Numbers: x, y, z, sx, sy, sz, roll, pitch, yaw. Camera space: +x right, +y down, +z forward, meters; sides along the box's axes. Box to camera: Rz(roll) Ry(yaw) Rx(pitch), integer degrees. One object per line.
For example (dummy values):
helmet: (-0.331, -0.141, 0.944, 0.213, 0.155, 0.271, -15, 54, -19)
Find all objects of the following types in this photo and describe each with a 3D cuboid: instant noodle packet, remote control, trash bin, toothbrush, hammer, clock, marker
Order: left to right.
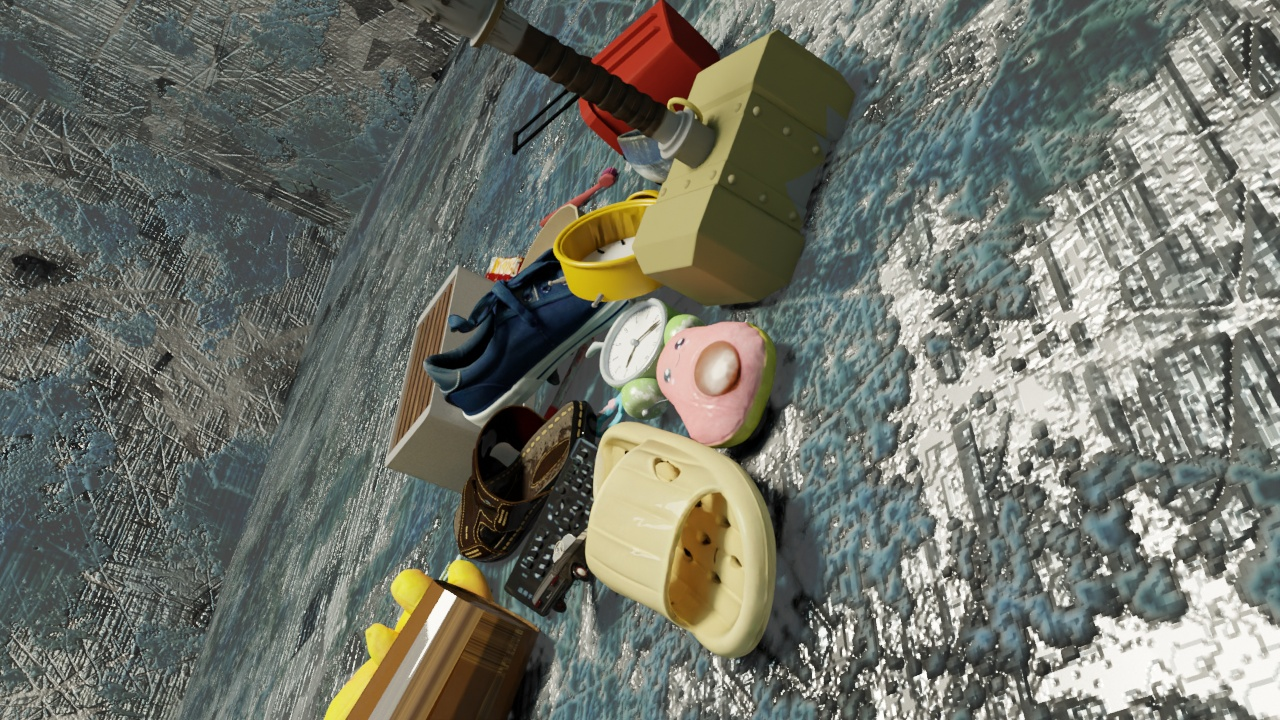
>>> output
trash bin: (-0.196, 0.023, 1.047, 0.115, 0.114, 0.228, -45, 32, 37)
instant noodle packet: (-0.183, -0.091, 1.219, 0.136, 0.039, 0.098, 11, 77, 63)
marker: (-0.082, 0.036, 0.934, 0.142, 0.012, 0.013, -63, 25, 4)
remote control: (-0.063, 0.140, 0.773, 0.150, 0.047, 0.022, -63, -19, 8)
toothbrush: (-0.079, -0.199, 1.139, 0.190, 0.016, 0.016, -20, 46, 57)
hammer: (-0.023, -0.188, 0.647, 0.101, 0.324, 0.190, 0, 68, 63)
clock: (-0.003, -0.101, 0.783, 0.151, 0.052, 0.113, -32, 36, -23)
clock: (0.010, -0.005, 0.743, 0.094, 0.042, 0.119, -55, 32, 10)

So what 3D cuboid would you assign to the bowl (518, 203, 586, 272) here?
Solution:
bowl: (-0.088, -0.094, 1.018, 0.153, 0.050, 0.152, -45, 32, 37)

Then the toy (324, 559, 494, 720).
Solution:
toy: (-0.209, 0.288, 0.869, 0.087, 0.134, 0.194, 33, 94, 21)

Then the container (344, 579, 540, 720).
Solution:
container: (-0.164, 0.278, 0.750, 0.132, 0.132, 0.167, 2, 63, 63)

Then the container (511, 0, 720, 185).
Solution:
container: (-0.017, -0.249, 0.930, 0.201, 0.127, 0.147, -40, 33, 26)

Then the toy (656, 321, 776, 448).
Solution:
toy: (0.050, 0.013, 0.645, 0.110, 0.051, 0.090, 20, 92, 61)

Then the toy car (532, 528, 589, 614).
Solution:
toy car: (-0.056, 0.159, 0.708, 0.040, 0.037, 0.092, -57, -7, 21)

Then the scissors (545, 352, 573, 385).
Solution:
scissors: (-0.091, -0.008, 0.977, 0.142, 0.019, 0.127, -45, 25, 47)

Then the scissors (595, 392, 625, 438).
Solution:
scissors: (-0.005, 0.004, 0.817, 0.135, 0.015, 0.133, -46, 32, 23)

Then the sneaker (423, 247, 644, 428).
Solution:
sneaker: (-0.094, -0.065, 0.878, 0.295, 0.127, 0.120, -41, 31, 9)

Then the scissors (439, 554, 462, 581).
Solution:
scissors: (-0.221, 0.264, 0.954, 0.179, 0.016, 0.103, -59, -12, 8)

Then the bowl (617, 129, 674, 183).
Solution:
bowl: (0.041, -0.183, 0.812, 0.114, 0.114, 0.061, 27, 134, 65)

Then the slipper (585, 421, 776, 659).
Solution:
slipper: (0.001, 0.100, 0.609, 0.261, 0.079, 0.111, -152, 72, -67)

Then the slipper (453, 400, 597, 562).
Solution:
slipper: (-0.129, 0.112, 0.875, 0.269, 0.075, 0.112, -42, 34, 45)
